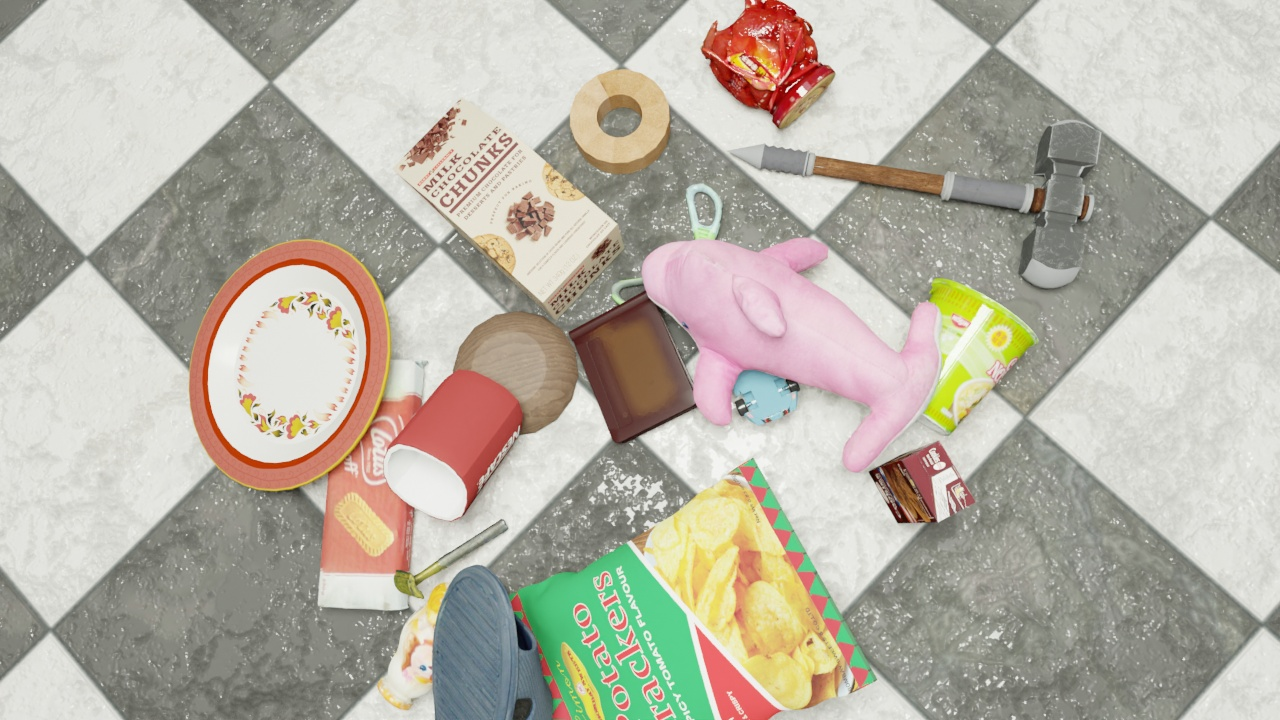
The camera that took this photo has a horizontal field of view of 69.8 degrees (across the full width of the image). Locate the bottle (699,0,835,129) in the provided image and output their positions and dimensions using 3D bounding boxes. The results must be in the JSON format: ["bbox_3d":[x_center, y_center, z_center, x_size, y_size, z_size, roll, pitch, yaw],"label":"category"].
[{"bbox_3d":[0.113,-0.274,0.830,0.099,0.099,0.111,-41,86,-4],"label":"bottle"}]

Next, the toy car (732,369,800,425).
[{"bbox_3d":[0.102,0.008,0.814,0.060,0.027,0.107,-25,66,6],"label":"toy car"}]

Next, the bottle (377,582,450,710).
[{"bbox_3d":[-0.176,0.243,0.781,0.063,0.063,0.108,38,85,10],"label":"bottle"}]

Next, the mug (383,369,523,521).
[{"bbox_3d":[-0.162,0.081,0.790,0.080,0.117,0.096,27,45,4],"label":"mug"}]

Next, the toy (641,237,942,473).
[{"bbox_3d":[0.111,-0.031,0.737,0.266,0.128,0.186,28,81,15],"label":"toy"}]

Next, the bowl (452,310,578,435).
[{"bbox_3d":[-0.117,0.009,0.834,0.118,0.030,0.117,-1,80,4],"label":"bowl"}]

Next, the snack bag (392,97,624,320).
[{"bbox_3d":[-0.125,-0.145,0.842,0.206,0.070,0.094,42,85,10],"label":"snack bag"}]

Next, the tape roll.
[{"bbox_3d":[-0.019,-0.226,0.869,0.094,0.027,0.094,-1,80,4],"label":"tape roll"}]

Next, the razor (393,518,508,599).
[{"bbox_3d":[-0.160,0.169,0.795,0.105,0.043,0.026,-30,97,-31],"label":"razor"}]

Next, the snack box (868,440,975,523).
[{"bbox_3d":[0.221,0.100,0.735,0.032,0.141,0.051,-28,79,-1],"label":"snack box"}]

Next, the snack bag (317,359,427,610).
[{"bbox_3d":[-0.240,0.108,0.822,0.077,0.041,0.225,0,81,6],"label":"snack bag"}]

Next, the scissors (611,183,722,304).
[{"bbox_3d":[0.055,-0.084,0.836,0.171,0.021,0.172,-10,67,7],"label":"scissors"}]

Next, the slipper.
[{"bbox_3d":[-0.113,0.284,0.737,0.101,0.082,0.264,29,117,46],"label":"slipper"}]

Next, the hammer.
[{"bbox_3d":[0.240,-0.165,0.835,0.322,0.043,0.156,11,81,9],"label":"hammer"}]

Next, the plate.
[{"bbox_3d":[-0.317,0.004,0.833,0.230,0.021,0.229,-5,78,22],"label":"plate"}]

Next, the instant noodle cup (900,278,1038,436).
[{"bbox_3d":[0.263,0.002,0.778,0.099,0.099,0.108,34,92,9],"label":"instant noodle cup"}]

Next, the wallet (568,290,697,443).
[{"bbox_3d":[-0.005,0.005,0.822,0.092,0.018,0.115,-27,77,16],"label":"wallet"}]

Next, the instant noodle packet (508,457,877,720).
[{"bbox_3d":[0.030,0.226,0.748,0.253,0.090,0.195,-31,70,8],"label":"instant noodle packet"}]
